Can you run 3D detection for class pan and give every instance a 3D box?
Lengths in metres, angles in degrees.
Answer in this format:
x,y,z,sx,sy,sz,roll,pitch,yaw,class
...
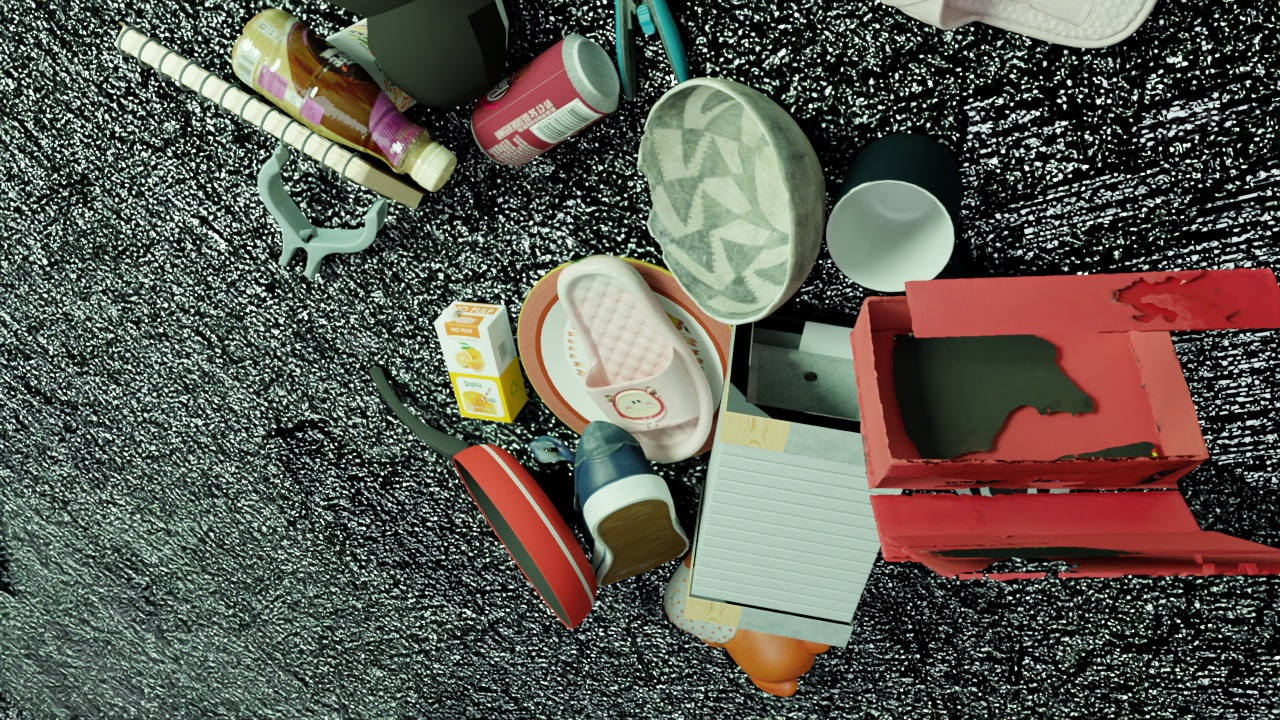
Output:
x,y,z,sx,sy,sz,roll,pitch,yaw,class
-0.164,0.123,0.952,0.356,0.067,0.209,49,162,20,pan

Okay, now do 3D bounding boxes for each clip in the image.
x,y,z,sx,sy,sz,roll,pitch,yaw,class
-0.331,-0.148,0.863,0.174,0.030,0.159,-23,126,41,clip

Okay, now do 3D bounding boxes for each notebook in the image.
x,y,z,sx,sy,sz,roll,pitch,yaw,class
-0.301,-0.197,0.764,0.225,0.167,0.024,30,93,1,notebook

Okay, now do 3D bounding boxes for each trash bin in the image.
x,y,z,sx,sy,sz,roll,pitch,yaw,class
0.129,0.101,0.781,0.142,0.142,0.247,9,129,3,trash bin

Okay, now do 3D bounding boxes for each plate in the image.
x,y,z,sx,sy,sz,roll,pitch,yaw,class
-0.007,0.000,0.862,0.230,0.021,0.230,12,129,15,plate

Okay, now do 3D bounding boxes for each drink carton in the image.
x,y,z,sx,sy,sz,roll,pitch,yaw,class
-0.158,-0.001,0.917,0.059,0.040,0.123,6,127,20,drink carton

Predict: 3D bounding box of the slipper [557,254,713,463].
x,y,z,sx,sy,sz,roll,pitch,yaw,class
-0.005,0.005,0.811,0.107,0.055,0.222,-9,122,27,slipper

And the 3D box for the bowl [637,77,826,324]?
x,y,z,sx,sy,sz,roll,pitch,yaw,class
0.080,-0.122,0.676,0.178,0.081,0.179,43,144,42,bowl

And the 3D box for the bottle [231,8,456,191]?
x,y,z,sx,sy,sz,roll,pitch,yaw,class
-0.211,-0.184,0.668,0.166,0.059,0.060,35,131,-6,bottle

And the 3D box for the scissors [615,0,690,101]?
x,y,z,sx,sy,sz,roll,pitch,yaw,class
0.003,-0.254,0.667,0.148,0.019,0.123,45,134,-5,scissors

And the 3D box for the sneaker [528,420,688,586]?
x,y,z,sx,sy,sz,roll,pitch,yaw,class
-0.028,0.140,0.915,0.120,0.127,0.295,-19,152,-7,sneaker

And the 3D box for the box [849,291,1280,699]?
x,y,z,sx,sy,sz,roll,pitch,yaw,class
0.258,0.081,0.568,0.211,0.317,0.121,-1,129,1,box

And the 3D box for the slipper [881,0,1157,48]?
x,y,z,sx,sy,sz,roll,pitch,yaw,class
0.195,-0.250,0.555,0.239,0.064,0.094,23,131,4,slipper

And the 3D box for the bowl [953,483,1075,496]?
x,y,z,sx,sy,sz,roll,pitch,yaw,class
0.305,0.085,0.758,0.120,0.066,0.120,12,129,15,bowl

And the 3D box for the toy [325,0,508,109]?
x,y,z,sx,sy,sz,roll,pitch,yaw,class
-0.164,-0.266,0.650,0.159,0.139,0.184,-13,123,18,toy

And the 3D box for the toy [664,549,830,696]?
x,y,z,sx,sy,sz,roll,pitch,yaw,class
0.113,0.270,0.976,0.172,0.092,0.164,34,130,13,toy

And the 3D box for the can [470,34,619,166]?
x,y,z,sx,sy,sz,roll,pitch,yaw,class
-0.075,-0.200,0.714,0.114,0.063,0.063,-21,114,34,can

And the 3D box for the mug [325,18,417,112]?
x,y,z,sx,sy,sz,roll,pitch,yaw,class
-0.232,-0.229,0.744,0.105,0.089,0.073,-2,124,25,mug

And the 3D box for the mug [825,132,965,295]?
x,y,z,sx,sy,sz,roll,pitch,yaw,class
0.193,-0.095,0.652,0.085,0.094,0.121,-31,109,38,mug
